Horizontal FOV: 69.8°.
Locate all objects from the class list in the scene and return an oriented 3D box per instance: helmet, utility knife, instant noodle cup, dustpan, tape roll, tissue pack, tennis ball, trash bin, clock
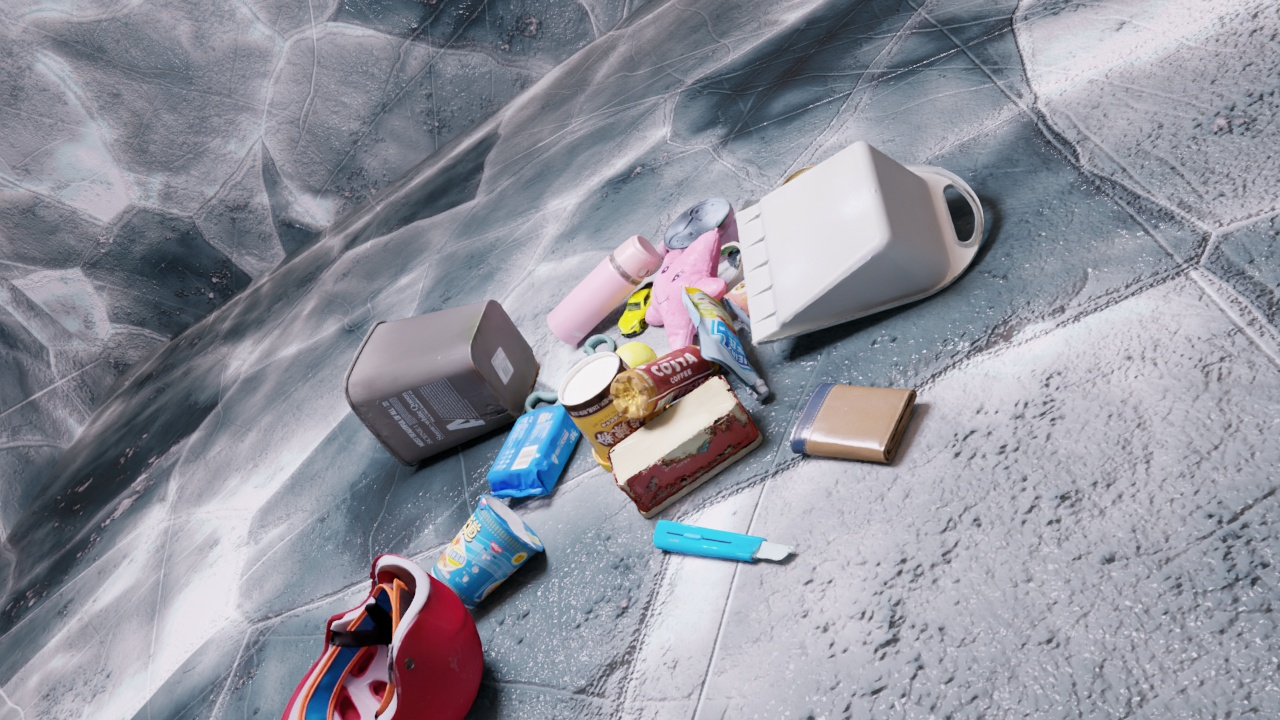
[{"bbox_3d":[-0.260,0.345,0.972,0.240,0.144,0.207,-54,30,0],"label":"helmet"},{"bbox_3d":[0.081,0.187,0.940,0.179,0.018,0.034,-2,44,44],"label":"utility knife"},{"bbox_3d":[-0.189,0.234,1.103,0.110,0.099,0.099,-47,30,0],"label":"instant noodle cup"},{"bbox_3d":[0.266,-0.142,1.115,0.259,0.142,0.222,-35,45,40],"label":"dustpan"},{"bbox_3d":[0.121,-0.129,1.314,0.086,0.014,0.085,-37,38,36],"label":"tape roll"},{"bbox_3d":[-0.138,0.123,1.236,0.095,0.052,0.156,-11,39,36],"label":"tissue pack"},{"bbox_3d":[-0.007,0.007,1.241,0.066,0.065,0.065,-27,31,18],"label":"tennis ball"},{"bbox_3d":[-0.298,0.027,1.420,0.220,0.199,0.198,-16,37,23],"label":"trash bin"},{"bbox_3d":[0.087,-0.192,1.425,0.159,0.060,0.117,4,50,48],"label":"clock"},{"bbox_3d":[-0.034,0.059,1.148,0.119,0.114,0.118,-27,31,17],"label":"instant noodle cup"}]

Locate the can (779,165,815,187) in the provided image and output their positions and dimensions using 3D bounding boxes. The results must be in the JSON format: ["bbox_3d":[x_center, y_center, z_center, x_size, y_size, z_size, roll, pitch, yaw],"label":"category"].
[{"bbox_3d":[0.229,-0.216,1.312,0.075,0.049,0.147,-13,37,37],"label":"can"}]

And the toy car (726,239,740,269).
[{"bbox_3d":[0.162,-0.171,1.338,0.090,0.034,0.043,-53,33,2],"label":"toy car"}]

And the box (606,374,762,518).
[{"bbox_3d":[0.045,0.093,1.051,0.168,0.077,0.091,-35,29,6],"label":"box"}]

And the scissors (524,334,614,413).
[{"bbox_3d":[-0.104,0.032,1.362,0.179,0.019,0.170,-27,32,18],"label":"scissors"}]

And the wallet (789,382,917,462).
[{"bbox_3d":[0.219,0.063,0.949,0.115,0.033,0.090,0,49,47],"label":"wallet"}]

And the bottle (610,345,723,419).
[{"bbox_3d":[0.039,0.020,1.114,0.058,0.057,0.174,-9,9,41],"label":"bottle"}]

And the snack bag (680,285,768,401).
[{"bbox_3d":[0.099,-0.024,1.124,0.039,0.110,0.190,-38,28,12],"label":"snack bag"}]

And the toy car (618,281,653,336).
[{"bbox_3d":[-0.002,-0.080,1.393,0.048,0.032,0.105,-7,43,42],"label":"toy car"}]

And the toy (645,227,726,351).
[{"bbox_3d":[0.066,-0.109,1.293,0.179,0.074,0.194,-61,25,17],"label":"toy"}]

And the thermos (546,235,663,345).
[{"bbox_3d":[-0.051,-0.108,1.422,0.199,0.087,0.067,-42,59,20],"label":"thermos"}]

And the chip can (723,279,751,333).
[{"bbox_3d":[0.210,-0.123,1.181,0.214,0.071,0.071,-40,29,-2],"label":"chip can"}]
